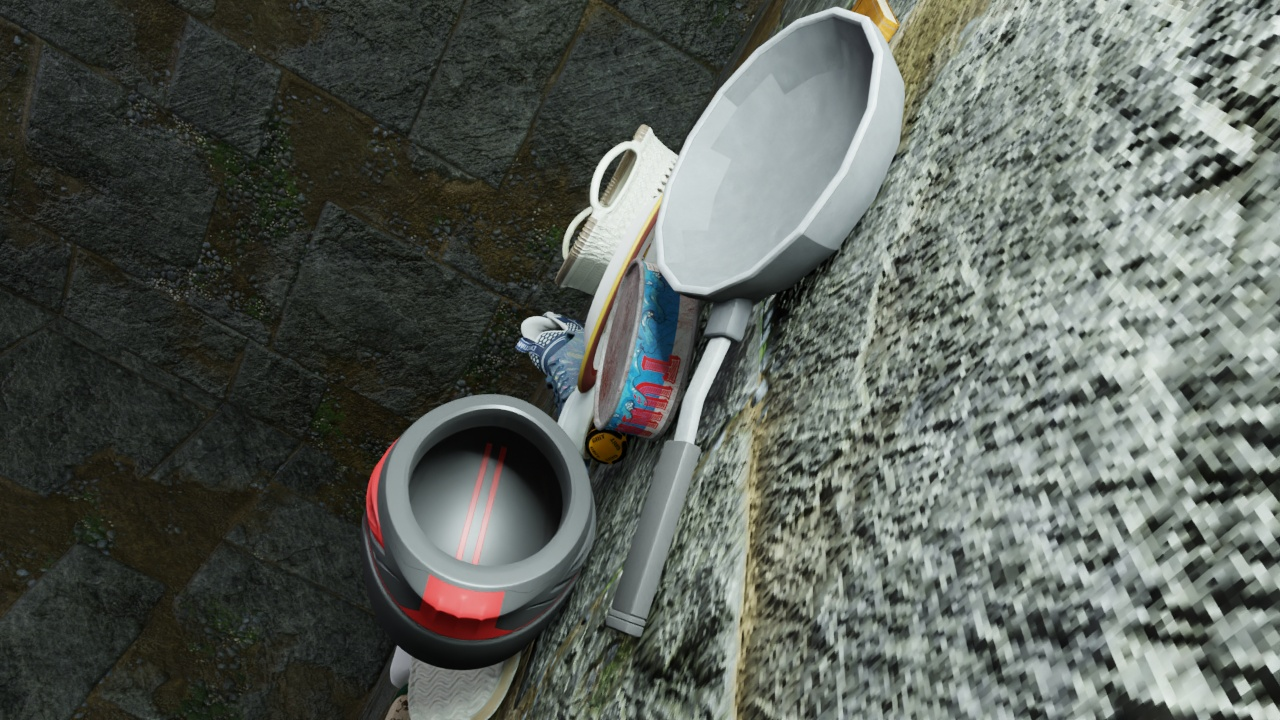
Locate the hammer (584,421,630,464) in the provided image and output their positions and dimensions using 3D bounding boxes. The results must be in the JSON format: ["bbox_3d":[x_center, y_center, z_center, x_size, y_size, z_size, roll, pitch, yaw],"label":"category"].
[{"bbox_3d":[-0.005,0.005,0.886,0.123,0.036,0.319,-62,4,28],"label":"hammer"}]

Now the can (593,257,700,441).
[{"bbox_3d":[0.003,-0.008,0.680,0.130,0.044,0.130,-168,91,-79],"label":"can"}]

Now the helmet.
[{"bbox_3d":[-0.123,0.129,0.687,0.264,0.164,0.170,-86,14,-54],"label":"helmet"}]

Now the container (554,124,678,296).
[{"bbox_3d":[-0.009,-0.158,1.105,0.184,0.143,0.246,-63,7,-12],"label":"container"}]

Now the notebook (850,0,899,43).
[{"bbox_3d":[0.126,-0.185,0.765,0.250,0.014,0.178,-57,9,30],"label":"notebook"}]

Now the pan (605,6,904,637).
[{"bbox_3d":[0.051,-0.027,0.499,0.179,0.041,0.356,-5,62,58],"label":"pan"}]

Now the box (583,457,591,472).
[{"bbox_3d":[-0.068,0.106,0.993,0.209,0.049,0.066,-74,-4,-70],"label":"box"}]

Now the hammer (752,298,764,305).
[{"bbox_3d":[0.054,-0.075,0.698,0.119,0.030,0.332,-67,13,-15],"label":"hammer"}]

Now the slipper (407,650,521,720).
[{"bbox_3d":[-0.137,0.206,0.801,0.115,0.052,0.262,-22,37,20],"label":"slipper"}]

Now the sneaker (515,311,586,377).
[{"bbox_3d":[-0.091,-0.024,1.200,0.103,0.132,0.269,-61,5,13],"label":"sneaker"}]

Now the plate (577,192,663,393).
[{"bbox_3d":[-0.009,-0.076,0.834,0.229,0.021,0.230,-62,-5,-11],"label":"plate"}]

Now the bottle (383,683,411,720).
[{"bbox_3d":[-0.215,0.352,0.876,0.061,0.061,0.131,-60,7,26],"label":"bottle"}]

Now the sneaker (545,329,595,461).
[{"bbox_3d":[-0.066,0.020,0.974,0.235,0.079,0.088,-74,-8,-61],"label":"sneaker"}]

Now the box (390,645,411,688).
[{"bbox_3d":[-0.222,0.309,1.076,0.085,0.112,0.162,121,160,-52],"label":"box"}]
